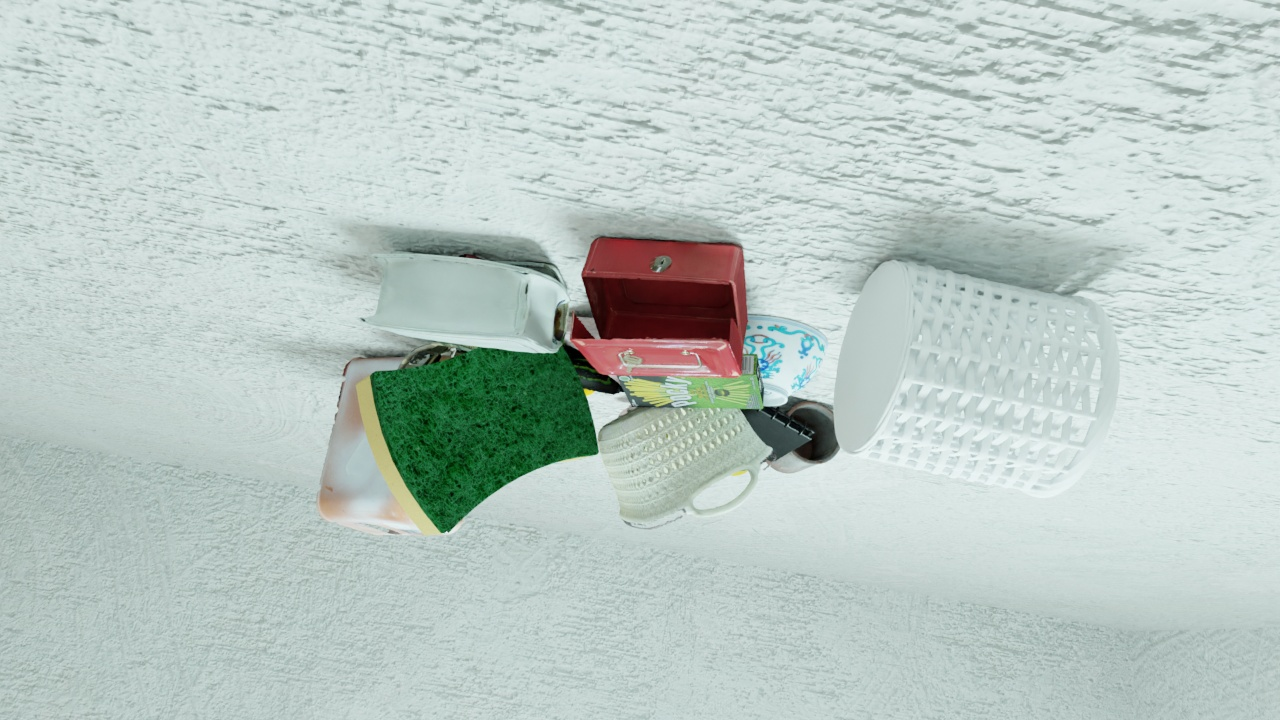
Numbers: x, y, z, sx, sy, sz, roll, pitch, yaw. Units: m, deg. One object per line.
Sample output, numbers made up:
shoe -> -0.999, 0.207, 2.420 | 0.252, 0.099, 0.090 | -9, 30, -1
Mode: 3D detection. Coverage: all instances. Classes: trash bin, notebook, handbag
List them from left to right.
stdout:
trash bin -> -0.357, 0.131, 1.410 | 0.158, 0.259, 0.181 | -4, 157, 25
handbag -> -0.185, -0.064, 1.003 | 0.198, 0.096, 0.142 | 6, 177, 9
notebook -> 0.105, 0.059, 1.225 | 0.231, 0.019, 0.169 | 30, 160, 0

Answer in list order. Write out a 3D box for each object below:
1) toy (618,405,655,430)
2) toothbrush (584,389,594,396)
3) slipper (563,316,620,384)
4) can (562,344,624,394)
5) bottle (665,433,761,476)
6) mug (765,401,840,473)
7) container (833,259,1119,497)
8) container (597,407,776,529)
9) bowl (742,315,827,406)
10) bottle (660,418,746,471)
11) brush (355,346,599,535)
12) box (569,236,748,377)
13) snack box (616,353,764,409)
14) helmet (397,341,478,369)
toy -> 0.019, 0.083, 1.402 | 0.095, 0.052, 0.099 | 1, 167, -14
toothbrush -> -0.139, 0.046, 1.404 | 0.197, 0.030, 0.031 | -6, 135, 44
slipper -> -0.018, -0.003, 1.066 | 0.240, 0.064, 0.094 | 11, 161, 45
can -> -0.085, 0.010, 1.226 | 0.137, 0.053, 0.054 | 12, 162, -7
bottle -> 0.121, 0.152, 1.522 | 0.164, 0.071, 0.071 | 10, 162, -2
mug -> 0.243, 0.108, 1.331 | 0.122, 0.096, 0.110 | -18, 175, -18
container -> 0.298, 0.016, 0.845 | 0.187, 0.189, 0.190 | 12, 162, -4
container -> 0.044, 0.115, 1.126 | 0.184, 0.143, 0.252 | -29, 180, -13
bowl -> 0.144, 0.009, 1.079 | 0.144, 0.074, 0.144 | 8, 162, 3
bottle -> 0.097, 0.103, 1.373 | 0.173, 0.083, 0.046 | 19, 159, -25
brush -> -0.189, 0.070, 1.093 | 0.249, 0.195, 0.075 | -25, -177, -33
box -> 0.024, -0.049, 0.910 | 0.157, 0.117, 0.136 | 2, 158, 12
snack box -> 0.055, 0.023, 0.987 | 0.148, 0.025, 0.080 | 0, 152, 14
helmet -> -0.241, 0.067, 1.241 | 0.225, 0.193, 0.235 | 13, -167, 33
